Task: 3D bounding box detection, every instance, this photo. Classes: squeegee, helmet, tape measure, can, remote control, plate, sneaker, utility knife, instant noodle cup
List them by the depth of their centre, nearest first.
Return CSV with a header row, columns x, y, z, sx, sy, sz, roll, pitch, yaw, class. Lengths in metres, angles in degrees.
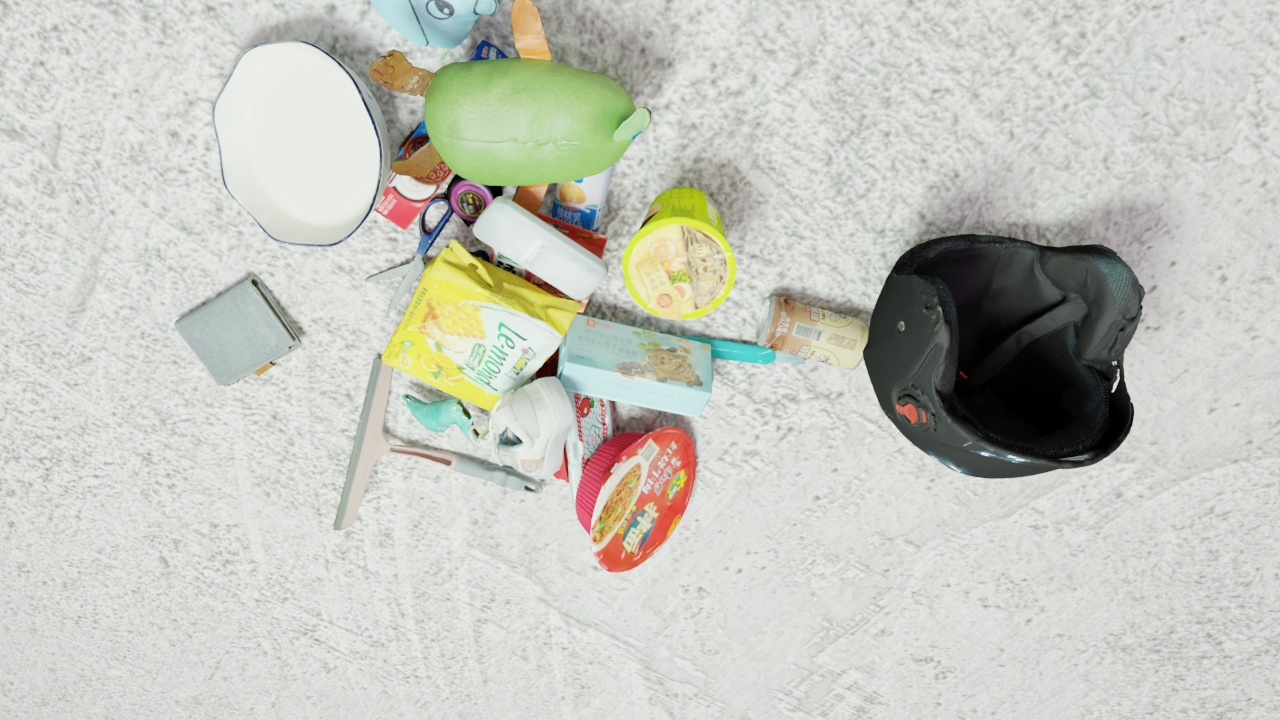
x,y,z,sx,sy,sz,roll,pitch,yaw,class
-0.098,-0.110,0.908,0.136,0.020,0.056,32,134,-21,remote control
0.347,0.003,0.911,0.233,0.274,0.231,-10,152,-13,helmet
-0.339,-0.217,0.930,0.205,0.045,0.205,7,110,20,plate
-0.056,-0.198,0.942,0.053,0.053,0.135,13,124,-3,can
0.042,-0.119,0.943,0.112,0.123,0.112,2,122,4,instant noodle cup
-0.176,-0.178,0.978,0.058,0.039,0.057,-24,118,26,tape measure
0.191,-0.030,1.024,0.116,0.058,0.059,15,124,-4,can
-0.144,0.093,1.063,0.090,0.089,0.243,-21,165,-20,sneaker
0.101,-0.011,1.074,0.187,0.013,0.029,8,127,3,utility knife
-0.014,0.159,1.123,0.066,0.193,0.194,25,132,35,instant noodle cup
-0.248,0.135,1.194,0.249,0.040,0.248,16,107,-11,squeegee

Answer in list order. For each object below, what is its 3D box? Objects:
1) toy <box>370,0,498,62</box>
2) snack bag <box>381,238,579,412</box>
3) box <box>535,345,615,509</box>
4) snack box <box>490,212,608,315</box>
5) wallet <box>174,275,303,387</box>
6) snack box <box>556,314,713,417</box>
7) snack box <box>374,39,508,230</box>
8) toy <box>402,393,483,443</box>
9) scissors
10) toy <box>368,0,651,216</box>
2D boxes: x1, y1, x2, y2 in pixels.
x,y,z,sx,sy,sz,roll,pitch,yaw,class
-0.213,-0.360,0.855,0.161,0.049,0.156,3,122,10,toy
-0.183,-0.035,1.015,0.158,0.068,0.247,26,145,-16,snack bag
-0.078,0.086,1.108,0.095,0.098,0.202,-1,123,6,box
-0.102,-0.103,0.980,0.113,0.044,0.127,18,158,-5,snack box
-0.483,-0.031,1.111,0.130,0.036,0.106,-25,107,20,wallet
-0.006,0.006,1.033,0.174,0.074,0.052,12,140,-13,snack box
-0.201,-0.227,0.937,0.057,0.058,0.208,37,120,-21,snack box
-0.236,0.071,1.118,0.092,0.030,0.096,-12,125,41,toy
-0.243,-0.116,1.032,0.162,0.012,0.163,11,114,16,scissors
-0.116,-0.220,0.847,0.246,0.089,0.227,2,137,-5,toy
